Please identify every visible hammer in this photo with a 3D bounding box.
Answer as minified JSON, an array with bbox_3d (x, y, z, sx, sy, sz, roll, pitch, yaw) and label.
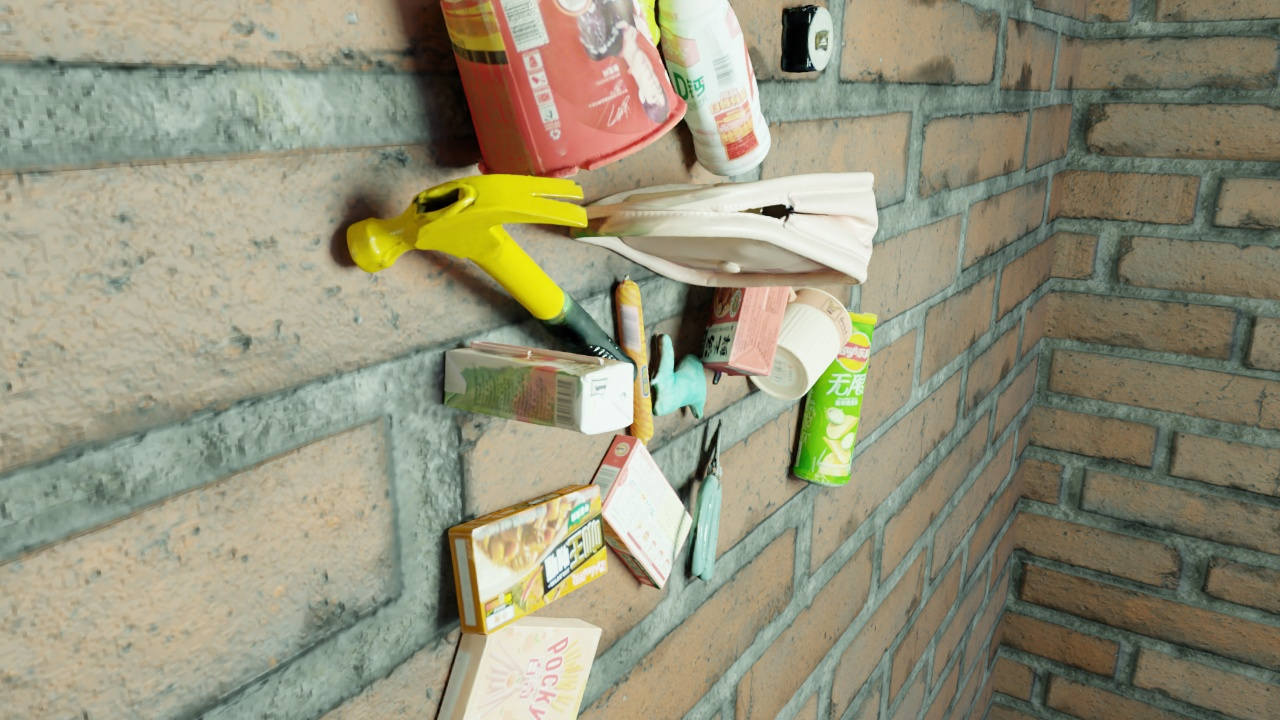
[{"bbox_3d":[-0.062,-0.039,0.629,0.301,0.129,0.032,47,29,-63],"label":"hammer"}]

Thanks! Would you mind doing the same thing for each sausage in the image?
[{"bbox_3d":[-0.005,0.005,0.788,0.021,0.021,0.165,-37,129,-47],"label":"sausage"}]

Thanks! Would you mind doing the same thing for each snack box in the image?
[{"bbox_3d":[-0.080,0.145,0.693,0.153,0.026,0.075,-10,94,-58],"label":"snack box"},{"bbox_3d":[-0.090,0.247,0.723,0.157,0.026,0.084,28,76,-57],"label":"snack box"},{"bbox_3d":[0.001,0.140,0.833,0.076,0.027,0.156,-62,145,-26],"label":"snack box"},{"bbox_3d":[0.095,-0.044,0.873,0.127,0.044,0.113,175,-72,-78],"label":"snack box"}]

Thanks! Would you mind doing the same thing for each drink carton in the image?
[{"bbox_3d":[-0.068,0.015,0.596,0.053,0.123,0.045,-10,106,-54],"label":"drink carton"}]

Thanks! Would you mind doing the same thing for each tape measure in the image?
[{"bbox_3d":[0.174,-0.335,0.954,0.065,0.034,0.066,-31,127,-49],"label":"tape measure"}]

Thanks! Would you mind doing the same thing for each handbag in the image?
[{"bbox_3d":[0.050,-0.104,0.699,0.233,0.194,0.093,-4,96,-49],"label":"handbag"}]

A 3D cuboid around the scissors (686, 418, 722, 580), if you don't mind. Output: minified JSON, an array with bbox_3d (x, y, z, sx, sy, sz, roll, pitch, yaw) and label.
[{"bbox_3d":[0.072,0.151,0.942,0.171,0.019,0.176,79,20,-53],"label":"scissors"}]

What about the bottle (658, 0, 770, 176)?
[{"bbox_3d":[0.055,-0.246,0.758,0.068,0.068,0.197,-60,144,-28],"label":"bottle"}]

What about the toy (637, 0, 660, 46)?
[{"bbox_3d":[-0.014,-0.238,0.689,0.099,0.031,0.097,-53,140,-42],"label":"toy"}]

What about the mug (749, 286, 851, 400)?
[{"bbox_3d":[0.164,-0.030,0.999,0.105,0.082,0.114,-46,109,-39],"label":"mug"}]

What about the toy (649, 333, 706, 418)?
[{"bbox_3d":[0.034,0.019,0.847,0.091,0.030,0.096,-24,114,-55],"label":"toy"}]

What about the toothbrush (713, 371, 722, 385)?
[{"bbox_3d":[0.113,-0.060,0.958,0.014,0.018,0.189,42,66,-55],"label":"toothbrush"}]

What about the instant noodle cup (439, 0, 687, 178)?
[{"bbox_3d":[-0.050,-0.185,0.560,0.137,0.138,0.109,-48,130,-40],"label":"instant noodle cup"}]

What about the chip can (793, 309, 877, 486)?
[{"bbox_3d":[0.241,0.046,1.141,0.072,0.073,0.221,2,99,-58],"label":"chip can"}]
